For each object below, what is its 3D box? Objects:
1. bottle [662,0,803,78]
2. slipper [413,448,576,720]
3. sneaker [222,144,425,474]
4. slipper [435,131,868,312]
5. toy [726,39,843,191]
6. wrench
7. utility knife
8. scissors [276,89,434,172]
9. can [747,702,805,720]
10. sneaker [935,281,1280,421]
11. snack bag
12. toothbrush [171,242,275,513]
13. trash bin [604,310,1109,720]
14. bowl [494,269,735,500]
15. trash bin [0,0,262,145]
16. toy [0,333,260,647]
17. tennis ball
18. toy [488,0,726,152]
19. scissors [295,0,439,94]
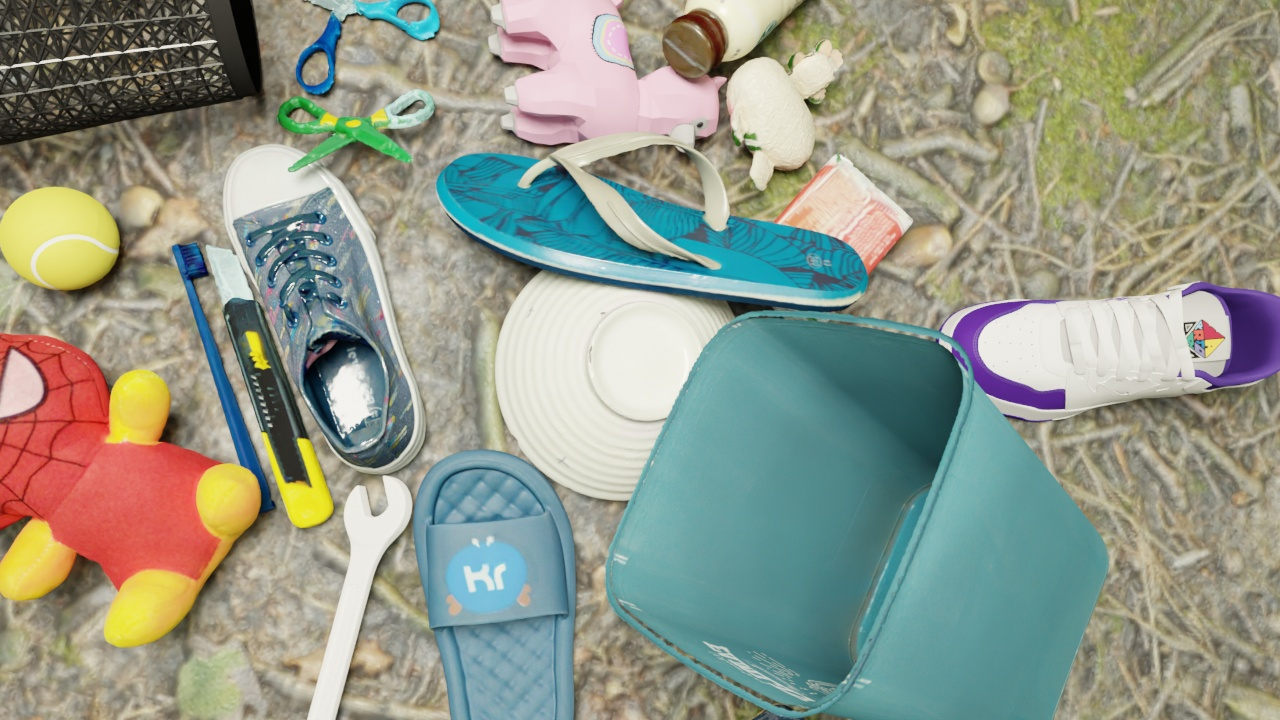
[{"bbox_3d":[0.076,-0.252,0.637,0.056,0.057,0.161,42,59,0],"label":"bottle"},{"bbox_3d":[-0.087,0.162,0.593,0.103,0.059,0.213,-9,85,-10],"label":"slipper"},{"bbox_3d":[-0.204,-0.039,0.593,0.087,0.079,0.235,-23,86,-9],"label":"sneaker"},{"bbox_3d":[0.006,-0.096,0.593,0.295,0.060,0.118,13,43,4],"label":"slipper"},{"bbox_3d":[0.097,-0.176,0.651,0.087,0.050,0.112,43,70,-36],"label":"toy"},{"bbox_3d":[-0.199,0.208,0.589,0.047,0.009,0.273,10,82,23],"label":"wrench"},{"bbox_3d":[-0.250,0.014,0.612,0.028,0.020,0.203,-21,85,-11],"label":"utility knife"},{"bbox_3d":[-0.190,-0.158,0.619,0.125,0.011,0.131,31,52,28],"label":"scissors"},{"bbox_3d":[0.108,0.280,0.600,0.054,0.059,0.100,-30,87,-9],"label":"can"},{"bbox_3d":[0.338,-0.009,0.636,0.244,0.111,0.091,-3,83,-7],"label":"sneaker"},{"bbox_3d":[0.131,-0.082,0.659,0.077,0.036,0.115,42,81,1],"label":"snack bag"},{"bbox_3d":[-0.276,0.010,0.611,0.017,0.016,0.190,-18,85,-16],"label":"toothbrush"},{"bbox_3d":[0.138,0.110,0.532,0.218,0.197,0.199,32,79,-34],"label":"trash bin"},{"bbox_3d":[-0.004,0.003,0.595,0.177,0.071,0.177,1,84,-12],"label":"bowl"},{"bbox_3d":[-0.369,-0.231,0.541,0.243,0.217,0.217,-9,84,-14],"label":"trash bin"},{"bbox_3d":[-0.344,0.067,0.554,0.216,0.099,0.147,35,72,-3],"label":"toy"},{"bbox_3d":[-0.369,-0.077,0.585,0.065,0.065,0.065,1,83,-7],"label":"tennis ball"},{"bbox_3d":[-0.022,-0.201,0.642,0.157,0.067,0.123,-7,81,-13],"label":"toy"},{"bbox_3d":[-0.211,-0.244,0.651,0.127,0.014,0.133,22,79,-2],"label":"scissors"}]
